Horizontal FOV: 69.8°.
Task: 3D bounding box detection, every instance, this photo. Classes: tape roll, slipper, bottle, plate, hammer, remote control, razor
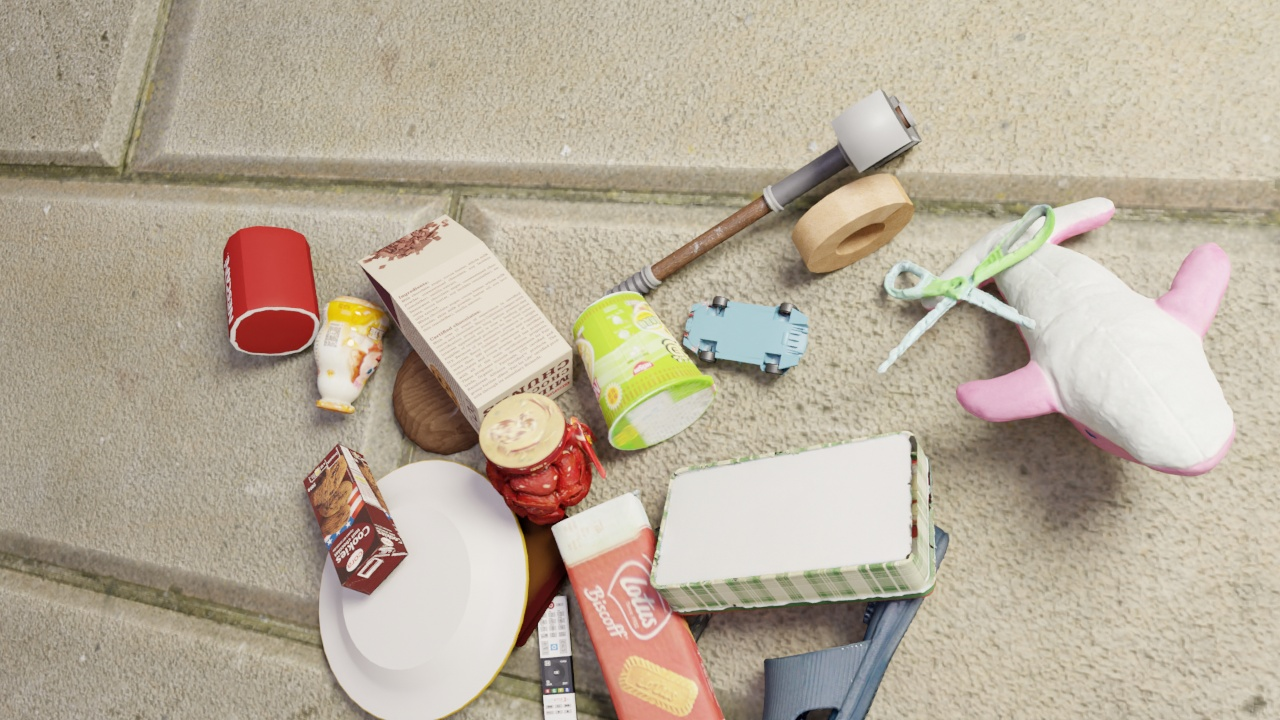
[{"bbox_3d":[0.168,-0.108,0.730,0.094,0.094,0.027,-29,71,11],"label":"tape roll"},{"bbox_3d":[0.135,0.226,0.670,0.082,0.101,0.263,28,85,21],"label":"slipper"},{"bbox_3d":[-0.280,-0.004,0.877,0.063,0.063,0.108,8,82,20],"label":"bottle"},{"bbox_3d":[-0.201,0.200,0.810,0.230,0.021,0.229,-9,70,24],"label":"plate"},{"bbox_3d":[0.079,-0.114,0.766,0.323,0.155,0.043,-30,91,24],"label":"hammer"},{"bbox_3d":[-0.069,0.264,0.777,0.028,0.011,0.124,-10,76,16],"label":"remote control"},{"bbox_3d":[-0.078,0.083,0.761,0.099,0.111,0.098,-5,53,6],"label":"bottle"},{"bbox_3d":[0.029,0.248,0.743,0.042,0.026,0.106,28,84,24],"label":"razor"}]

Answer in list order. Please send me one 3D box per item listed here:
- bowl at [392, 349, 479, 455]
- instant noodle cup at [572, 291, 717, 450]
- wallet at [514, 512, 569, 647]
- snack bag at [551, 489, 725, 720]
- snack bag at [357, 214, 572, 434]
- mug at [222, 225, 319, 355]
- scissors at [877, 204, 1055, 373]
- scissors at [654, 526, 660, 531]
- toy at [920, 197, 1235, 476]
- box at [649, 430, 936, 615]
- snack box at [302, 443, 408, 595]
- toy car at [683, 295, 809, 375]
[{"bbox_3d":[-0.185,0.028,0.855,0.118,0.030,0.117,-4,78,18],"label":"bowl"},{"bbox_3d":[-0.005,0.005,0.770,0.099,0.099,0.108,-35,62,9],"label":"instant noodle cup"},{"bbox_3d":[-0.103,0.177,0.796,0.091,0.018,0.115,32,87,31],"label":"wallet"},{"bbox_3d":[0.002,0.218,0.724,0.077,0.041,0.225,-24,72,5],"label":"snack bag"},{"bbox_3d":[-0.159,-0.042,0.821,0.094,0.070,0.206,-33,68,-20],"label":"snack bag"},{"bbox_3d":[-0.368,-0.059,0.907,0.117,0.080,0.096,-48,50,45],"label":"mug"},{"bbox_3d":[0.237,-0.052,0.680,0.171,0.021,0.172,-43,29,3],"label":"scissors"},{"bbox_3d":[0.092,0.122,0.753,0.170,0.012,0.132,19,85,25],"label":"scissors"},{"bbox_3d":[0.315,-0.003,0.643,0.187,0.128,0.265,-30,39,14],"label":"toy"},{"bbox_3d":[0.111,0.122,0.679,0.206,0.050,0.117,-14,41,27],"label":"box"},{"bbox_3d":[-0.259,0.140,0.828,0.051,0.031,0.141,-46,46,4],"label":"snack box"},{"bbox_3d":[0.091,-0.020,0.774,0.108,0.027,0.060,10,82,30],"label":"toy car"}]
